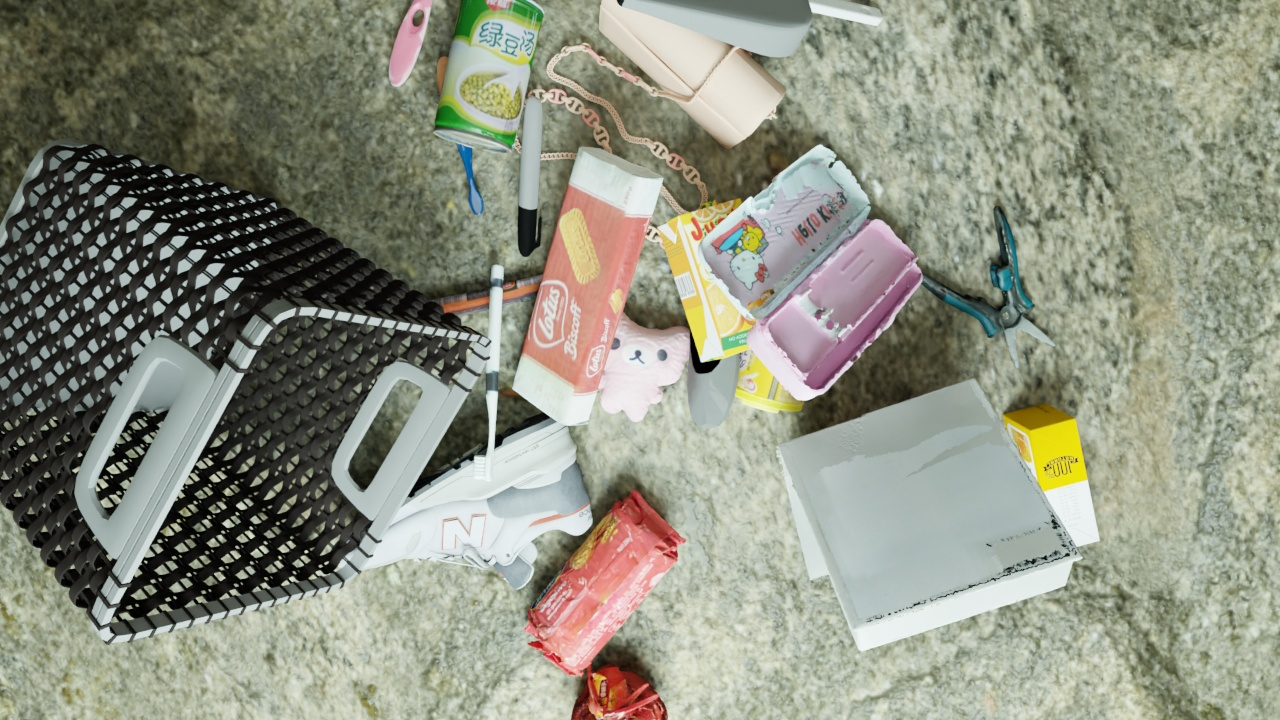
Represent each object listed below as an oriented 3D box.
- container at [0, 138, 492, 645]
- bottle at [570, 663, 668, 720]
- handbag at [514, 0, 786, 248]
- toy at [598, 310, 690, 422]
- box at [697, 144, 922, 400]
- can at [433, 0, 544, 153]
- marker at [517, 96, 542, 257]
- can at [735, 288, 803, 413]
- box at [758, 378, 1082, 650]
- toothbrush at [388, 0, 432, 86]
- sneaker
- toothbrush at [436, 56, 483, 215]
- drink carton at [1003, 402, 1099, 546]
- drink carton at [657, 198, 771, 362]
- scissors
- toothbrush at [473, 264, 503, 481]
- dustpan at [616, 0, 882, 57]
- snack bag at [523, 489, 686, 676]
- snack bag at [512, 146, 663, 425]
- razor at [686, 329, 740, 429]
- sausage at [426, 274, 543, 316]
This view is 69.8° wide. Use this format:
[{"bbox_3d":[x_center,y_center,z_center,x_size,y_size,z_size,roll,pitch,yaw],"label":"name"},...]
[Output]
[{"bbox_3d":[-0.312,0.012,0.677,0.244,0.245,0.247,35,99,20],"label":"container"},{"bbox_3d":[-0.022,0.329,0.837,0.099,0.111,0.099,2,111,5],"label":"bottle"},{"bbox_3d":[0.011,-0.192,0.734,0.199,0.116,0.187,41,98,-8],"label":"handbag"},{"bbox_3d":[-0.005,0.005,0.800,0.099,0.053,0.095,17,73,-4],"label":"toy"},{"bbox_3d":[0.140,-0.075,0.740,0.153,0.041,0.200,49,53,0],"label":"box"},{"bbox_3d":[-0.123,-0.235,0.744,0.067,0.067,0.121,13,94,-3],"label":"can"},{"bbox_3d":[-0.092,-0.153,0.778,0.022,0.016,0.139,-4,119,-23],"label":"marker"},{"bbox_3d":[0.120,-0.012,0.795,0.067,0.067,0.105,14,99,-3],"label":"can"},{"bbox_3d":[0.213,0.112,0.839,0.167,0.446,0.165,-18,90,2],"label":"box"},{"bbox_3d":[-0.182,-0.293,0.765,0.021,0.016,0.135,23,99,-5],"label":"toothbrush"},{"bbox_3d":[-0.145,0.151,0.813,0.240,0.089,0.124,-32,96,2],"label":"sneaker"},{"bbox_3d":[-0.153,-0.191,0.787,0.021,0.017,0.135,-12,98,-2],"label":"toothbrush"},{"bbox_3d":[0.368,0.107,0.823,0.040,0.058,0.122,-16,100,2],"label":"drink carton"},{"bbox_3d":[0.063,-0.067,0.735,0.058,0.041,0.122,-19,92,-24],"label":"drink carton"},{"bbox_3d":[0.302,-0.058,0.812,0.118,0.019,0.148,-12,102,1],"label":"scissors"},{"bbox_3d":[-0.129,0.009,0.780,0.017,0.012,0.186,1,79,3],"label":"toothbrush"},{"bbox_3d":[0.086,-0.300,0.711,0.257,0.033,0.163,2,59,-23],"label":"dustpan"},{"bbox_3d":[-0.036,0.206,0.828,0.082,0.082,0.176,38,98,-7],"label":"snack bag"},{"bbox_3d":[-0.048,-0.059,0.762,0.077,0.041,0.225,32,113,33],"label":"snack bag"},{"bbox_3d":[0.062,-0.020,0.781,0.057,0.060,0.156,-4,86,29],"label":"razor"},{"bbox_3d":[-0.144,-0.053,0.809,0.155,0.020,0.020,-13,100,2],"label":"sausage"}]
